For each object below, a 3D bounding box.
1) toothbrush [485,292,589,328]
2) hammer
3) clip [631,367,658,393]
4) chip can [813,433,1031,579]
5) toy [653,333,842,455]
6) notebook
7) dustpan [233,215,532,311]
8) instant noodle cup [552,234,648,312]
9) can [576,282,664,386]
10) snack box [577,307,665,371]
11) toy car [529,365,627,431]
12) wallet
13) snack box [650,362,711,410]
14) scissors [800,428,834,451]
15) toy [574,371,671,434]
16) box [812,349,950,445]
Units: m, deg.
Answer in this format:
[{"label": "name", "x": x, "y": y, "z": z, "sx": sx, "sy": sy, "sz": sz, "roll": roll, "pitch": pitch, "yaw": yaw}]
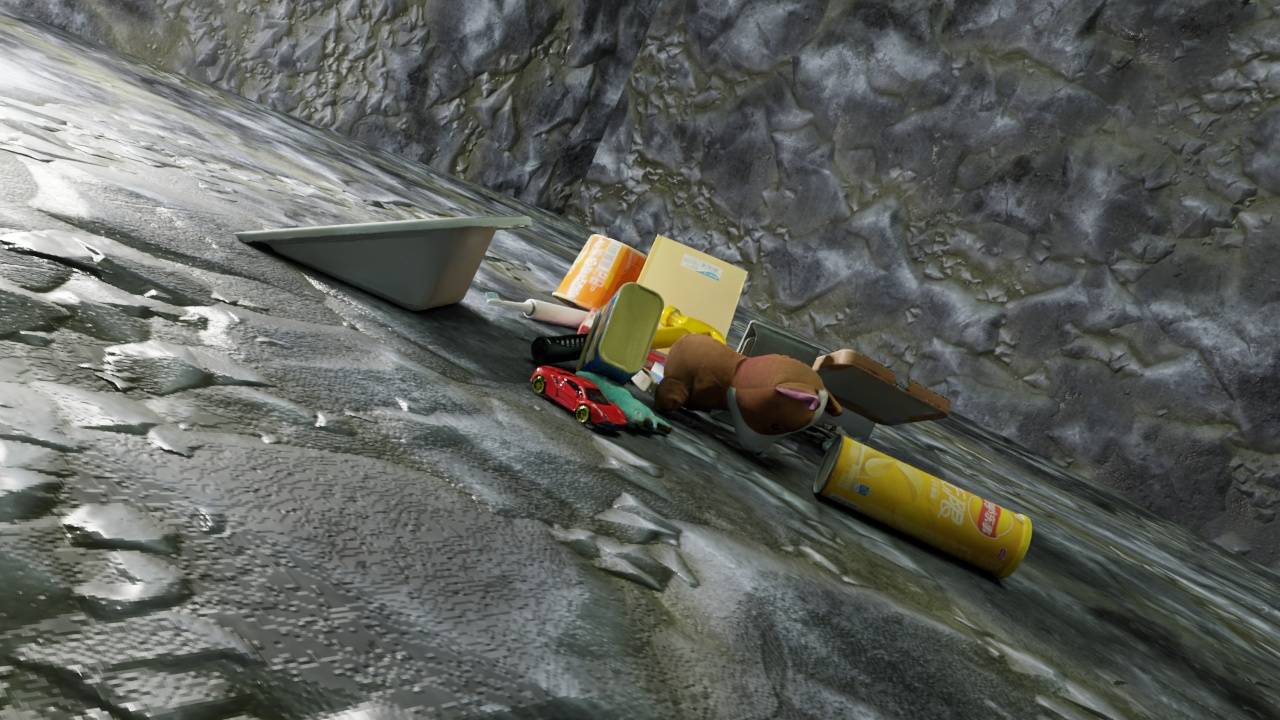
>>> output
[{"label": "toothbrush", "x": -0.133, "y": -0.067, "z": 1.253, "sx": 0.220, "sy": 0.027, "sz": 0.026, "roll": 10, "pitch": 52, "yaw": -55}, {"label": "hammer", "x": -0.009, "y": -0.023, "z": 1.093, "sx": 0.129, "sy": 0.033, "sz": 0.300, "roll": 30, "pitch": 24, "yaw": 36}, {"label": "clip", "x": -0.005, "y": 0.007, "z": 1.139, "sx": 0.101, "sy": 0.035, "sz": 0.096, "roll": 33, "pitch": 14, "yaw": 24}, {"label": "chip can", "x": 0.292, "y": 0.152, "z": 0.958, "sx": 0.213, "sy": 0.072, "sz": 0.072, "roll": 24, "pitch": 9, "yaw": 4}, {"label": "toy", "x": 0.117, "y": 0.040, "z": 1.022, "sx": 0.200, "sy": 0.130, "sz": 0.140, "roll": 5, "pitch": 3, "yaw": 23}, {"label": "notebook", "x": 0.061, "y": -0.081, "z": 1.279, "sx": 0.146, "sy": 0.010, "sz": 0.205, "roll": 22, "pitch": 52, "yaw": -1}, {"label": "dustpan", "x": -0.266, "y": -0.150, "z": 1.038, "sx": 0.258, "sy": 0.143, "sz": 0.222, "roll": 26, "pitch": 9, "yaw": 2}, {"label": "instant noodle cup", "x": -0.044, "y": -0.117, "z": 1.402, "sx": 0.151, "sy": 0.111, "sz": 0.151, "roll": 25, "pitch": -3, "yaw": 1}, {"label": "can", "x": -0.021, "y": -0.023, "z": 0.967, "sx": 0.057, "sy": 0.102, "sz": 0.083, "roll": 23, "pitch": -21, "yaw": -11}, {"label": "snack box", "x": -0.008, "y": -0.021, "z": 1.256, "sx": 0.153, "sy": 0.025, "sz": 0.075, "roll": 24, "pitch": 24, "yaw": 1}, {"label": "toy car", "x": -0.056, "y": 0.035, "z": 0.865, "sx": 0.106, "sy": 0.031, "sz": 0.049, "roll": 33, "pitch": 14, "yaw": 34}, {"label": "wallet", "x": 0.152, "y": 0.025, "z": 1.125, "sx": 0.106, "sy": 0.130, "sz": 0.037, "roll": 21, "pitch": 7, "yaw": -16}, {"label": "snack box", "x": 0.090, "y": 0.042, "z": 1.198, "sx": 0.084, "sy": 0.026, "sz": 0.157, "roll": 33, "pitch": 12, "yaw": 40}, {"label": "scissors", "x": 0.278, "y": 0.120, "z": 1.259, "sx": 0.185, "sy": 0.019, "sz": 0.129, "roll": 33, "pitch": 12, "yaw": 37}, {"label": "toy", "x": -0.013, "y": 0.047, "z": 0.915, "sx": 0.096, "sy": 0.030, "sz": 0.092, "roll": 26, "pitch": 11, "yaw": -42}, {"label": "box", "x": 0.266, "y": 0.046, "z": 1.245, "sx": 0.178, "sy": 0.102, "sz": 0.261, "roll": 25, "pitch": 0, "yaw": -21}]
